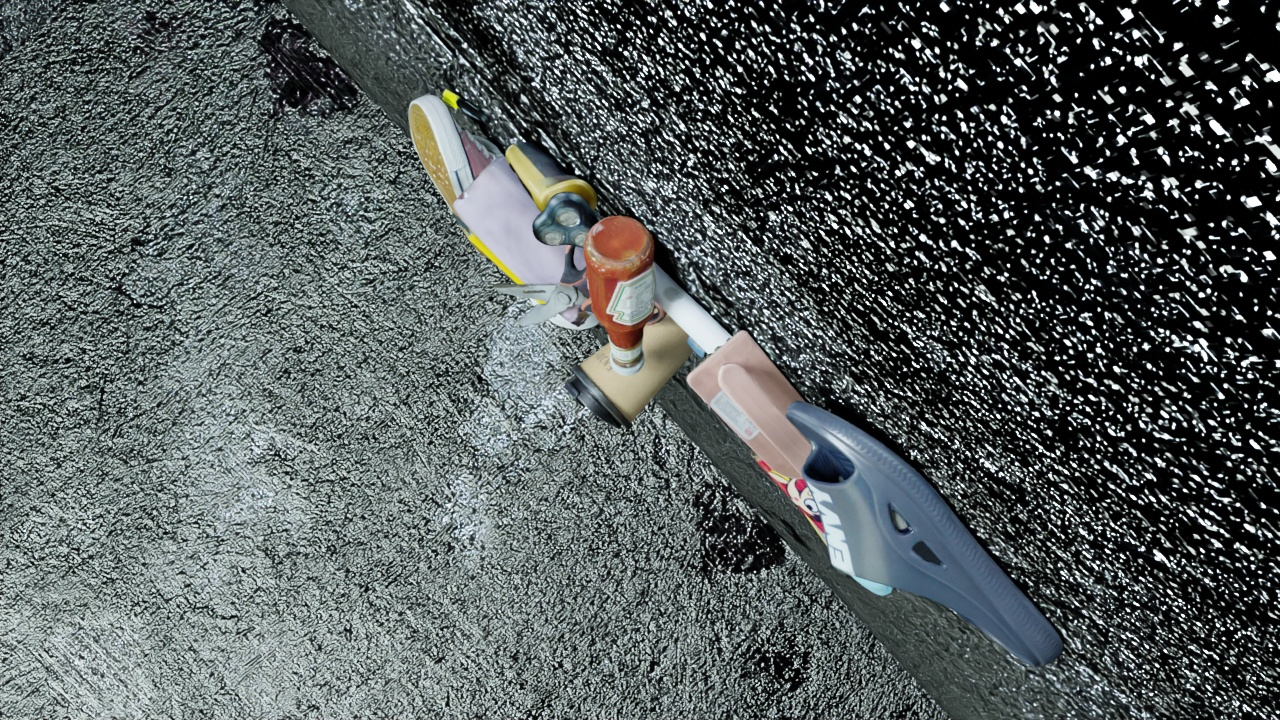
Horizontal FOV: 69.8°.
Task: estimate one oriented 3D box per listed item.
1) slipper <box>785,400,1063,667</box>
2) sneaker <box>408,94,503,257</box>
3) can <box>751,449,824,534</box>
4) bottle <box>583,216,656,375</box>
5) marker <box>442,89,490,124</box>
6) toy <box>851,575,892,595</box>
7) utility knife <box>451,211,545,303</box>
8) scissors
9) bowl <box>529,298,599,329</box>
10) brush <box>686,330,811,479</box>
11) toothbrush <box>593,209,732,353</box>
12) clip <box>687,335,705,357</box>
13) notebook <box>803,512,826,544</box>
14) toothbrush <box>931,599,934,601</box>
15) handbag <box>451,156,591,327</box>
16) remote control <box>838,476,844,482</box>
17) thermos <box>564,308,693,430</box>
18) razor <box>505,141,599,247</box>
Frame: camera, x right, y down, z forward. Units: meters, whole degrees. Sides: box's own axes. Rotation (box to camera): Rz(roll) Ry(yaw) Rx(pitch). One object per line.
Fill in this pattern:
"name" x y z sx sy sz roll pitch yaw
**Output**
"slipper" 0.193 0.142 0.671 0.268 0.083 0.111 46 175 -5
"sneaker" -0.210 -0.239 1.156 0.118 0.087 0.241 36 159 38
"can" 0.173 0.124 0.914 0.133 0.053 0.053 47 177 -7
"bottle" -0.015 -0.048 0.827 0.060 0.059 0.206 46 161 22
"marker" -0.202 -0.291 1.059 0.018 0.015 0.124 43 178 -42
"toy" 0.247 0.213 1.021 0.156 0.050 0.161 60 -178 -25
"utility knife" -0.166 -0.117 1.115 0.177 0.015 0.033 43 -169 -24
"scissors" -0.064 -0.075 0.962 0.189 0.015 0.225 29 142 4
"bowl" -0.082 -0.107 1.186 0.118 0.118 0.065 47 138 5
"brush" 0.107 0.046 0.760 0.145 0.063 0.073 47 -173 -17
"toothbrush" 0.017 -0.069 0.843 0.221 0.026 0.026 46 154 20
"clip" 0.059 -0.025 0.885 0.027 0.044 0.058 49 169 14
"notebook" 0.165 0.128 1.098 0.206 0.010 0.146 58 -177 32
"toothbrush" 0.263 0.192 0.918 0.181 0.015 0.018 50 167 -30
"handbag" -0.116 -0.135 1.057 0.197 0.098 0.145 46 -171 -10
"remote control" 0.214 0.139 0.833 0.136 0.024 0.053 45 177 27
"thermos" -0.006 0.006 0.990 0.093 0.143 0.093 47 178 2
"razor" -0.089 -0.159 0.854 0.062 0.067 0.167 51 -179 -43
